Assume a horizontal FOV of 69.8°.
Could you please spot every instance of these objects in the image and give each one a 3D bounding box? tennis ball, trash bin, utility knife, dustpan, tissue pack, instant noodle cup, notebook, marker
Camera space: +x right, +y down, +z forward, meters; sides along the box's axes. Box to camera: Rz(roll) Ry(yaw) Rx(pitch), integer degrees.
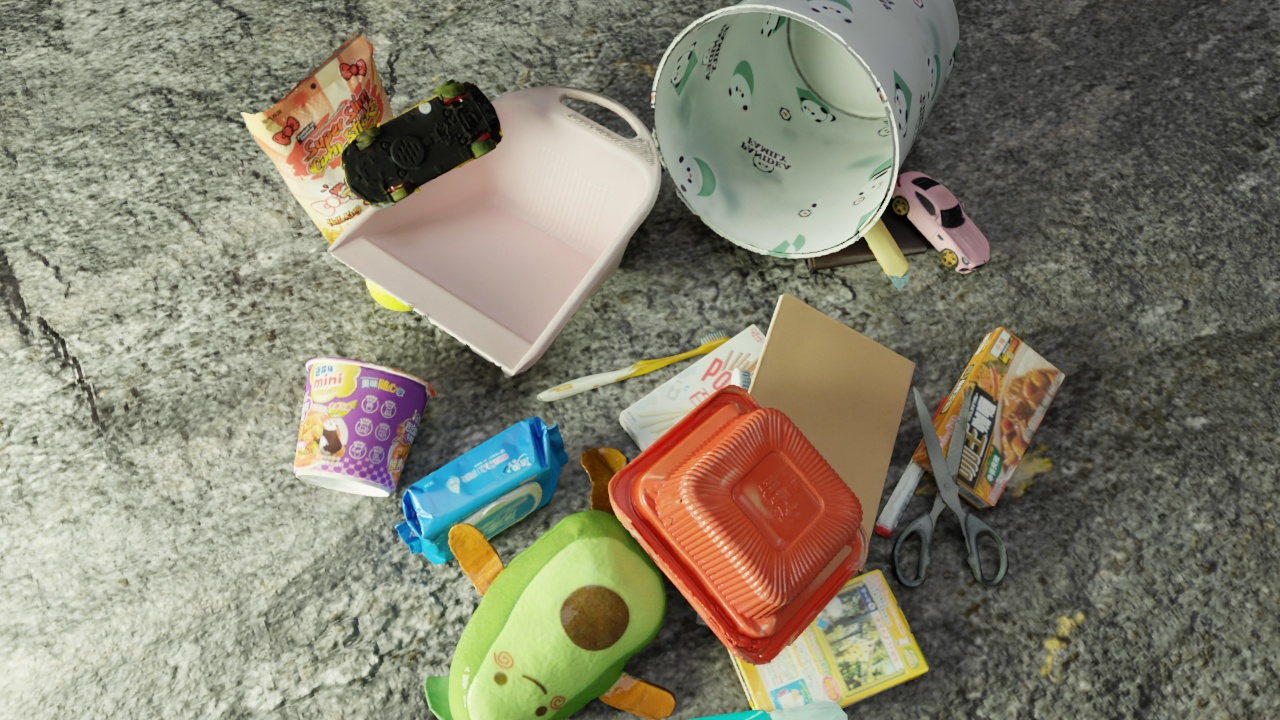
[{"bbox_3d":[-0.228,-0.080,0.874,0.065,0.065,0.065,0,63,1],"label":"tennis ball"},{"bbox_3d":[0.170,-0.258,0.855,0.229,0.230,0.251,29,50,15],"label":"trash bin"},{"bbox_3d":[0.222,-0.133,0.897,0.031,0.018,0.164,-17,53,-6],"label":"utility knife"},{"bbox_3d":[-0.114,-0.147,0.837,0.222,0.139,0.272,30,39,13],"label":"dustpan"},{"bbox_3d":[-0.126,0.110,0.761,0.157,0.095,0.052,-31,68,-16],"label":"tissue pack"},{"bbox_3d":[-0.242,0.060,0.785,0.111,0.112,0.099,8,70,5],"label":"instant noodle cup"},{"bbox_3d":[0.054,0.284,0.693,0.205,0.013,0.029,-14,59,10],"label":"utility knife"},{"bbox_3d":[0.157,0.058,0.802,0.148,0.008,0.207,27,65,-11],"label":"notebook"},{"bbox_3d":[0.089,0.118,0.705,0.164,0.079,0.189,-39,86,-30],"label":"instant noodle cup"},{"bbox_3d":[0.244,0.092,0.807,0.017,0.017,0.145,30,68,15],"label":"marker"}]

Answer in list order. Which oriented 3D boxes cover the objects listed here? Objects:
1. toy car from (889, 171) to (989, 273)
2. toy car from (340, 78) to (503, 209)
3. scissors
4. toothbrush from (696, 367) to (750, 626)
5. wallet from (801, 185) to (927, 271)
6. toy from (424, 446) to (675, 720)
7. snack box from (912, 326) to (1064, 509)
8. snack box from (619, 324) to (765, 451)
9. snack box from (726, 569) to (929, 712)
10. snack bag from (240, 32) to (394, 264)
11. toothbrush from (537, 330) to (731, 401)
[{"bbox_3d":[0.297,-0.139,0.901,0.056,0.037,0.122,-25,70,-33],"label":"toy car"},{"bbox_3d":[-0.196,-0.194,0.823,0.155,0.041,0.071,-35,106,-19],"label":"toy car"},{"bbox_3d":[0.256,0.113,0.767,0.159,0.014,0.174,-44,87,-3],"label":"scissors"},{"bbox_3d":[0.073,0.111,0.775,0.026,0.027,0.220,18,70,-29],"label":"toothbrush"},{"bbox_3d":[0.215,-0.138,0.924,0.122,0.020,0.096,-9,63,-6],"label":"wallet"},{"bbox_3d":[-0.055,0.197,0.710,0.227,0.090,0.246,42,77,-3],"label":"toy"},{"bbox_3d":[0.309,0.049,0.811,0.075,0.026,0.153,38,69,1],"label":"snack box"},{"bbox_3d":[0.068,0.041,0.830,0.156,0.027,0.084,-34,68,-14],"label":"snack box"},{"bbox_3d":[0.145,0.232,0.730,0.140,0.034,0.087,-20,65,-7],"label":"snack box"},{"bbox_3d":[-0.270,-0.184,0.848,0.073,0.208,0.128,37,68,23],"label":"snack bag"},{"bbox_3d":[-0.005,0.005,0.856,0.191,0.016,0.018,-17,53,-8],"label":"toothbrush"}]
